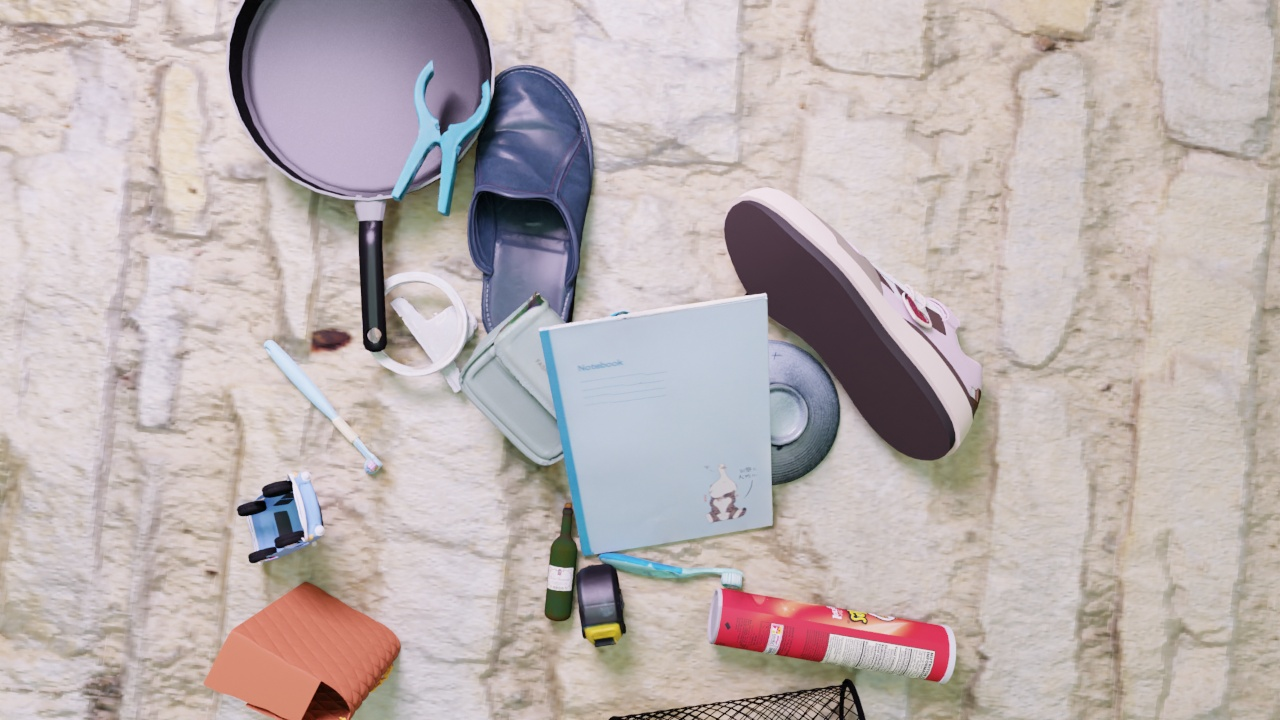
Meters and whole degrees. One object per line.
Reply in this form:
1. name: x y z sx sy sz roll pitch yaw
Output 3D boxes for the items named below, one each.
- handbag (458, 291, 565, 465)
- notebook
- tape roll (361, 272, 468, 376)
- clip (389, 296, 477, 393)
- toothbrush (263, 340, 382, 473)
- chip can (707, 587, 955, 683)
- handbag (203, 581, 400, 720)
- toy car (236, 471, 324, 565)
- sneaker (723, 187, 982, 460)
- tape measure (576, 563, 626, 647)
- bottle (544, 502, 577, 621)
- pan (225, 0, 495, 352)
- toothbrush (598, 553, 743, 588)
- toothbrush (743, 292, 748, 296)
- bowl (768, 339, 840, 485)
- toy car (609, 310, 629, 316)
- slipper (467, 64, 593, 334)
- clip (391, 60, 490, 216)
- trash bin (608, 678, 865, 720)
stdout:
1. handbag: -0.086 0.018 0.797 0.106 0.067 0.122 -40 102 16
2. notebook: 0.022 0.064 0.778 0.181 0.009 0.254 -9 126 -2
3. tape roll: -0.200 -0.032 0.817 0.093 0.013 0.093 0 89 -2
4. clip: -0.177 -0.025 0.829 0.060 0.052 0.102 -36 91 10
5. toothbrush: -0.291 0.042 0.837 0.155 0.016 0.022 49 128 -1
6. chip can: 0.171 0.249 0.832 0.214 0.052 0.052 10 88 -2
7. handbag: -0.268 0.250 0.755 0.109 0.172 0.060 27 87 -1
8. toy car: -0.300 0.135 0.780 0.054 0.154 0.056 -10 78 -39
9. sneaker: 0.204 -0.055 0.820 0.294 0.112 0.116 46 60 -3
10. tape measure: -0.034 0.217 0.816 0.042 0.072 0.071 -5 86 1
11. bottle: -0.071 0.183 0.837 0.025 0.025 0.106 6 89 -2
12. pan: -0.237 -0.185 0.800 0.225 0.034 0.356 -2 93 -4
13. toothbrush: 0.028 0.193 0.844 0.135 0.022 0.017 8 53 -3
14. toothbrush: 0.086 -0.044 0.853 0.014 0.014 0.167 35 88 -12
15. bowl: 0.120 0.048 0.831 0.137 0.057 0.137 0 89 -2
16. toy car: -0.005 0.005 0.840 0.048 0.032 0.105 -31 105 -3
17. slipper: -0.099 -0.139 0.815 0.109 0.083 0.265 2 87 0
18. clip: -0.186 -0.196 0.774 0.120 0.030 0.130 34 87 -11
19. trash bin: 0.081 0.370 0.769 0.210 0.184 0.184 -4 89 3
